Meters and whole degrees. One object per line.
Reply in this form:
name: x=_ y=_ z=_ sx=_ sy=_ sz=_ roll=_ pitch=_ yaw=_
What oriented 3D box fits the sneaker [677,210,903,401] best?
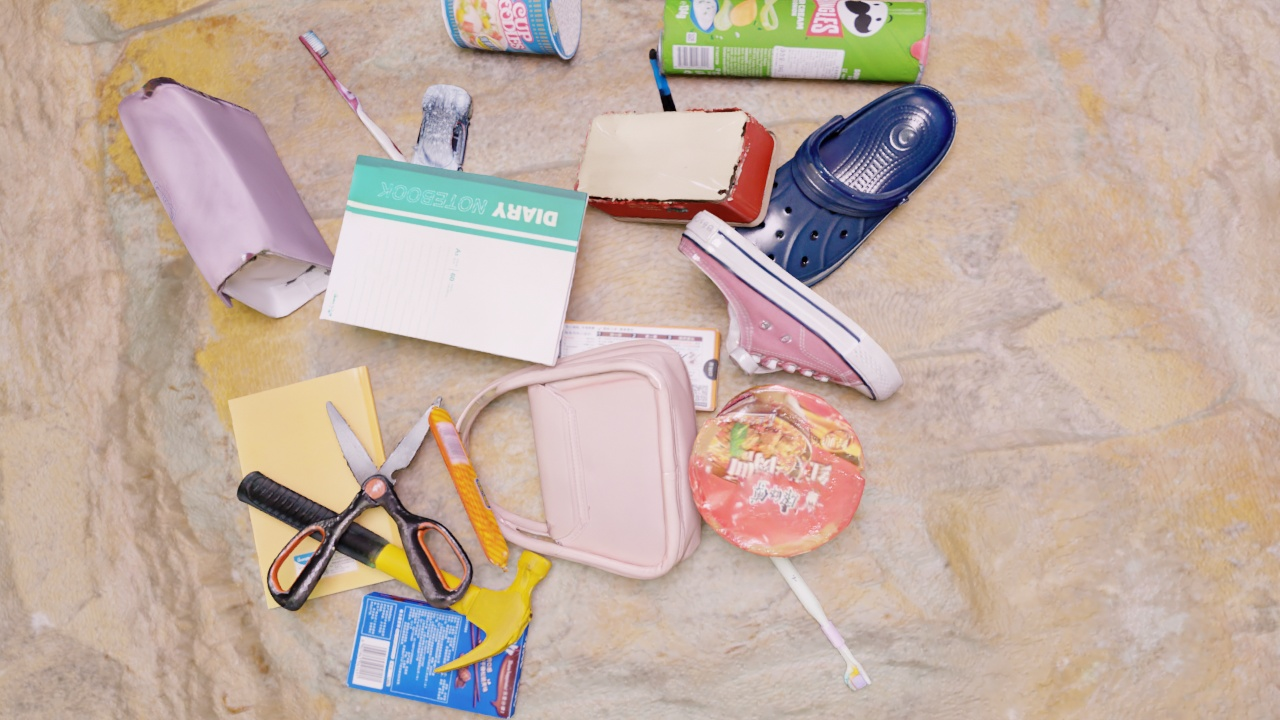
sneaker: x=0.115 y=-0.025 z=0.768 sx=0.241 sy=0.118 sz=0.088 roll=34 pitch=99 yaw=-23

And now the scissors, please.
scissors: x=-0.236 y=0.135 z=0.820 sx=0.221 sy=0.022 sz=0.233 roll=37 pitch=78 yaw=14

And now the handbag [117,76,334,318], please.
handbag: x=-0.379 y=-0.146 z=0.843 sx=0.098 sy=0.145 sz=0.197 roll=-32 pitch=81 yaw=1

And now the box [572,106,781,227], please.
box: x=0.025 y=-0.171 z=0.792 sx=0.169 sy=0.077 sz=0.091 roll=9 pitch=84 yaw=36

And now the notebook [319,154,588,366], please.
notebook: x=-0.159 y=-0.088 z=0.782 sx=0.209 sy=0.012 sz=0.150 roll=11 pitch=87 yaw=7

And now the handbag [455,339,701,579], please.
handbag: x=-0.064 y=0.085 z=0.810 sx=0.234 sy=0.093 sz=0.193 roll=-3 pitch=99 yaw=19

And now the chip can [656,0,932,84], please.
chip can: x=0.136 y=-0.289 z=0.826 sx=0.236 sy=0.072 sz=0.072 roll=4 pitch=86 yaw=8

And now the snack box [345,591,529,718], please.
snack box: x=-0.185 y=0.269 z=0.843 sx=0.157 sy=0.026 sz=0.084 roll=9 pitch=85 yaw=8

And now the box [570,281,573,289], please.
box: x=-0.164 y=-0.097 z=0.834 sx=0.201 sy=0.100 sz=0.095 roll=-4 pitch=85 yaw=6

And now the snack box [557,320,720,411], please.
snack box: x=-0.005 y=0.005 z=0.842 sx=0.154 sy=0.026 sz=0.075 roll=3 pitch=86 yaw=8

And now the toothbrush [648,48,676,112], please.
toothbrush: x=0.036 y=-0.207 z=0.860 sx=0.014 sy=0.016 sz=0.189 roll=-16 pitch=83 yaw=0

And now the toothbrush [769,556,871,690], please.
toothbrush: x=0.141 y=0.205 z=0.811 sx=0.020 sy=0.029 sz=0.189 roll=-26 pitch=78 yaw=-38

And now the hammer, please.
hammer: x=-0.237 y=0.178 z=0.836 sx=0.301 sy=0.033 sz=0.128 roll=24 pitch=74 yaw=11

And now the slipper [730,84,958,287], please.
slipper: x=0.172 y=-0.150 z=0.800 sx=0.253 sy=0.095 sz=0.105 roll=-36 pitch=79 yaw=0

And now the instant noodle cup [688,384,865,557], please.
instant noodle cup: x=0.113 y=0.083 z=0.770 sx=0.138 sy=0.108 sz=0.138 roll=1 pitch=98 yaw=6

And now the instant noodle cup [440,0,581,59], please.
instant noodle cup: x=-0.121 y=-0.330 z=0.857 sx=0.110 sy=0.099 sz=0.099 roll=2 pitch=85 yaw=15

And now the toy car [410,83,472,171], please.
toy car: x=-0.192 y=-0.214 z=0.882 sx=0.049 sy=0.031 sz=0.105 roll=8 pitch=87 yaw=9

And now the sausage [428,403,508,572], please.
sausage: x=-0.153 y=0.112 z=0.814 sx=0.021 sy=0.021 sz=0.165 roll=-26 pitch=79 yaw=4

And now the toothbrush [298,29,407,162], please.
toothbrush: x=-0.279 y=-0.255 z=0.905 sx=0.017 sy=0.016 sz=0.187 roll=-38 pitch=81 yaw=-7

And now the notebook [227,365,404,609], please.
notebook: x=-0.310 y=0.121 z=0.880 sx=0.146 sy=0.010 sz=0.206 roll=-15 pitch=84 yaw=6
